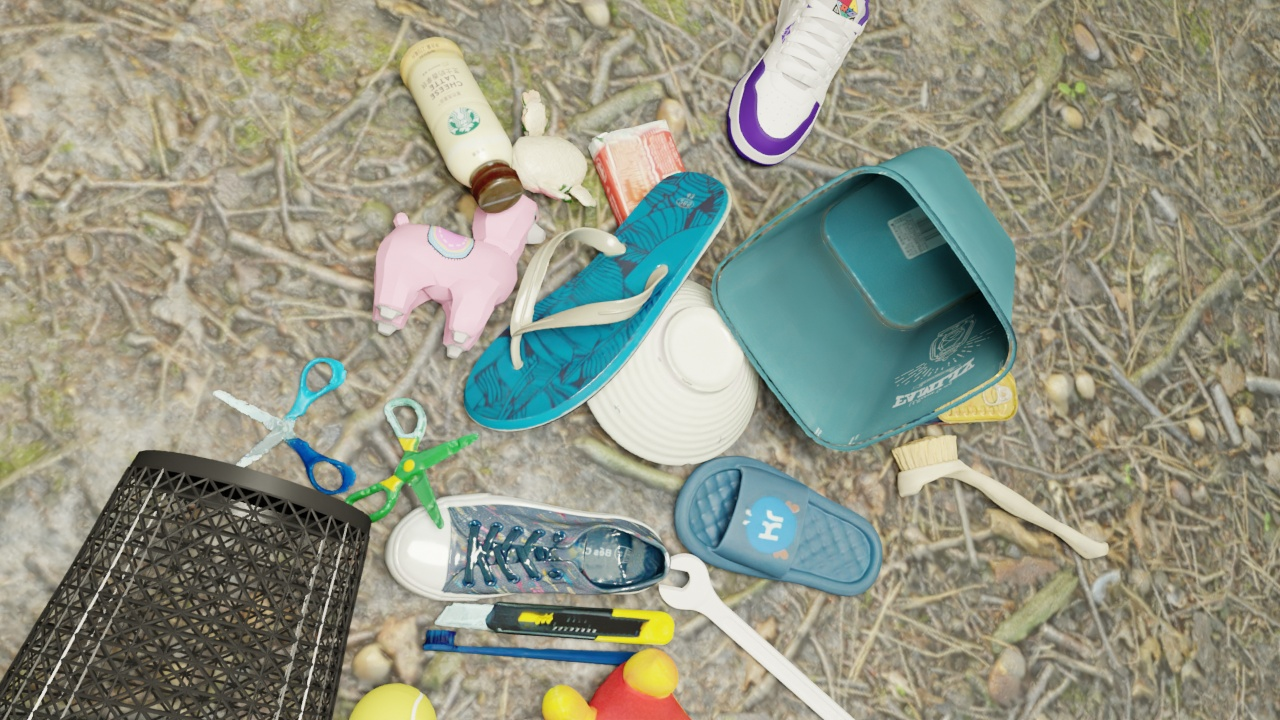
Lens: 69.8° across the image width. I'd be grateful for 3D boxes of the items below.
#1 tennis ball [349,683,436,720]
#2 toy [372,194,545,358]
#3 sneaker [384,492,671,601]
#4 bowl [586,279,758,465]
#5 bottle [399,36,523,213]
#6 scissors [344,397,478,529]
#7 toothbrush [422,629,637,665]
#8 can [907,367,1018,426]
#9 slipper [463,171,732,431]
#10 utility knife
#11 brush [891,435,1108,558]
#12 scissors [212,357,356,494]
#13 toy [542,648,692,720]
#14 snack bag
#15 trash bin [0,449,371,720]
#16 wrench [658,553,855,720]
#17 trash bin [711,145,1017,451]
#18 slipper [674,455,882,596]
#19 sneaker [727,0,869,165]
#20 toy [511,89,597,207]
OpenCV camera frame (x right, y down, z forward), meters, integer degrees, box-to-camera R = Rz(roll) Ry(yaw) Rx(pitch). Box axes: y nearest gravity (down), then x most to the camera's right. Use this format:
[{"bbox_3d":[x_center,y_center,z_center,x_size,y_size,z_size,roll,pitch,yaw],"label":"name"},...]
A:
[{"bbox_3d":[-0.186,0.277,0.689,0.065,0.065,0.065,4,79,-18],"label":"tennis ball"},{"bbox_3d":[-0.152,-0.086,0.768,0.123,0.067,0.157,21,69,-12],"label":"toy"},{"bbox_3d":[-0.083,0.152,0.740,0.235,0.079,0.087,6,79,-18],"label":"sneaker"},{"bbox_3d":[0.040,-0.002,0.793,0.177,0.071,0.177,6,74,-21],"label":"bowl"},{"bbox_3d":[-0.147,-0.196,0.766,0.056,0.057,0.162,-20,66,-21],"label":"bottle"},{"bbox_3d":[-0.184,0.082,0.729,0.125,0.011,0.131,-27,62,8],"label":"scissors"},{"bbox_3d":[-0.083,0.238,0.758,0.190,0.016,0.017,10,70,-17],"label":"toothbrush"},{"bbox_3d":[0.313,0.037,0.907,0.099,0.059,0.054,-1,80,-19],"label":"can"},{"bbox_3d":[-0.035,-0.059,0.761,0.118,0.060,0.294,35,77,31],"label":"slipper"},{"bbox_3d":[-0.069,0.219,0.766,0.203,0.020,0.028,8,76,-16],"label":"utility knife"},{"bbox_3d":[0.363,0.141,0.913,0.272,0.062,0.077,25,77,-17],"label":"brush"},{"bbox_3d":[-0.275,0.058,0.727,0.127,0.014,0.133,-41,93,-19],"label":"scissors"},{"bbox_3d":[-0.047,0.326,0.711,0.215,0.099,0.147,-28,82,-22],"label":"toy"},{"bbox_3d":[0.007,-0.160,0.851,0.077,0.036,0.116,-20,87,-20],"label":"snack bag"},{"bbox_3d":[-0.294,0.201,0.599,0.217,0.217,0.242,19,68,-15],"label":"trash bin"},{"bbox_3d":[0.120,0.269,0.816,0.273,0.009,0.047,43,98,-8],"label":"wrench"},{"bbox_3d":[0.214,-0.073,0.796,0.199,0.197,0.218,54,37,-3],"label":"trash bin"},{"bbox_3d":[0.132,0.149,0.826,0.213,0.059,0.103,21,72,-16],"label":"slipper"},{"bbox_3d":[0.168,-0.305,0.892,0.092,0.111,0.243,25,73,-13],"label":"sneaker"},{"bbox_3d":[-0.081,-0.177,0.807,0.112,0.050,0.087,57,33,5],"label":"toy"}]
